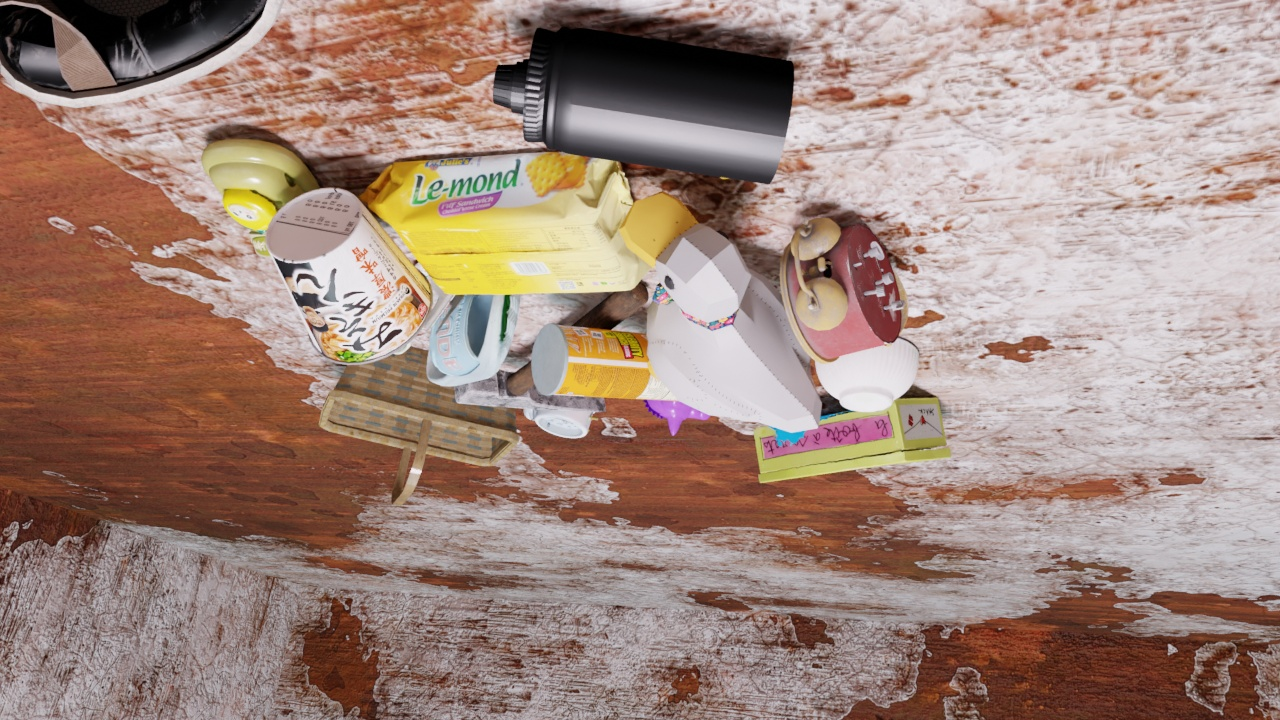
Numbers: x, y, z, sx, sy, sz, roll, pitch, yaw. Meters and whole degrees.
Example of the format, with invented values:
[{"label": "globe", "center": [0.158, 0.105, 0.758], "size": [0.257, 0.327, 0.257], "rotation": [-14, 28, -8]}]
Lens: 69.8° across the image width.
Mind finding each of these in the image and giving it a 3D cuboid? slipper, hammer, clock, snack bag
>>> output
[{"label": "slipper", "center": [-0.204, -0.028, 1.033], "size": [0.074, 0.104, 0.246], "rotation": [15, 160, -27]}, {"label": "slipper", "center": [-0.342, -0.132, 0.864], "size": [0.092, 0.081, 0.190], "rotation": [4, 159, 13]}, {"label": "hammer", "center": [-0.058, -0.010, 1.087], "size": [0.217, 0.037, 0.302], "rotation": [7, 153, -37]}, {"label": "clock", "center": [-0.117, 0.063, 1.264], "size": [0.117, 0.057, 0.083], "rotation": [19, 154, -9]}, {"label": "snack bag", "center": [-0.115, -0.117, 0.844], "size": [0.247, 0.068, 0.160], "rotation": [0, 156, 16]}, {"label": "clock", "center": [0.180, -0.067, 0.812], "size": [0.081, 0.117, 0.158], "rotation": [-16, 155, 35]}]

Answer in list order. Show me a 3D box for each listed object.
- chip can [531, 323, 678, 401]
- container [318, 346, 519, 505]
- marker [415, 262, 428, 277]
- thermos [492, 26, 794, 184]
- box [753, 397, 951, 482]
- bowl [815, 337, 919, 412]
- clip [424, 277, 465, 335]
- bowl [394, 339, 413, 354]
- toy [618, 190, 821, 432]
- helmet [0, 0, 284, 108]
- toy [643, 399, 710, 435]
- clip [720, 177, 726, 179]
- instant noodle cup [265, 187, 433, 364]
[{"label": "chip can", "center": [-0.006, 0.006, 1.002], "size": [0.214, 0.075, 0.075], "rotation": [5, 161, -33]}, {"label": "container", "center": [-0.297, 0.095, 1.222], "size": [0.249, 0.186, 0.158], "rotation": [16, 155, -19]}, {"label": "marker", "center": [-0.252, -0.083, 1.020], "size": [0.017, 0.017, 0.146], "rotation": [16, 155, -20]}, {"label": "thermos", "center": [0.000, -0.182, 0.645], "size": [0.198, 0.086, 0.086], "rotation": [8, 156, -2]}, {"label": "box", "center": [0.267, 0.106, 1.185], "size": [0.222, 0.082, 0.124], "rotation": [-18, 166, 41]}, {"label": "bowl", "center": [0.259, 0.021, 1.054], "size": [0.118, 0.062, 0.118], "rotation": [6, 156, 3]}, {"label": "clip", "center": [-0.195, -0.077, 0.976], "size": [0.046, 0.102, 0.056], "rotation": [34, -172, -35]}, {"label": "bowl", "center": [-0.283, -0.067, 0.992], "size": [0.117, 0.061, 0.118], "rotation": [23, 149, 15]}, {"label": "toy", "center": [0.075, -0.029, 0.844], "size": [0.246, 0.140, 0.268], "rotation": [47, 172, 5]}, {"label": "helmet", "center": [-0.276, -0.226, 0.414], "size": [0.233, 0.253, 0.234], "rotation": [-12, 167, -18]}, {"label": "toy", "center": [0.037, 0.054, 1.187], "size": [0.106, 0.056, 0.088], "rotation": [25, -170, -41]}, {"label": "clip", "center": [0.056, -0.168, 0.733], "size": [0.049, 0.044, 0.054], "rotation": [-19, 156, -2]}, {"label": "instant noodle cup", "center": [-0.266, -0.081, 0.822], "size": [0.124, 0.123, 0.122], "rotation": [1, 146, 12]}]
